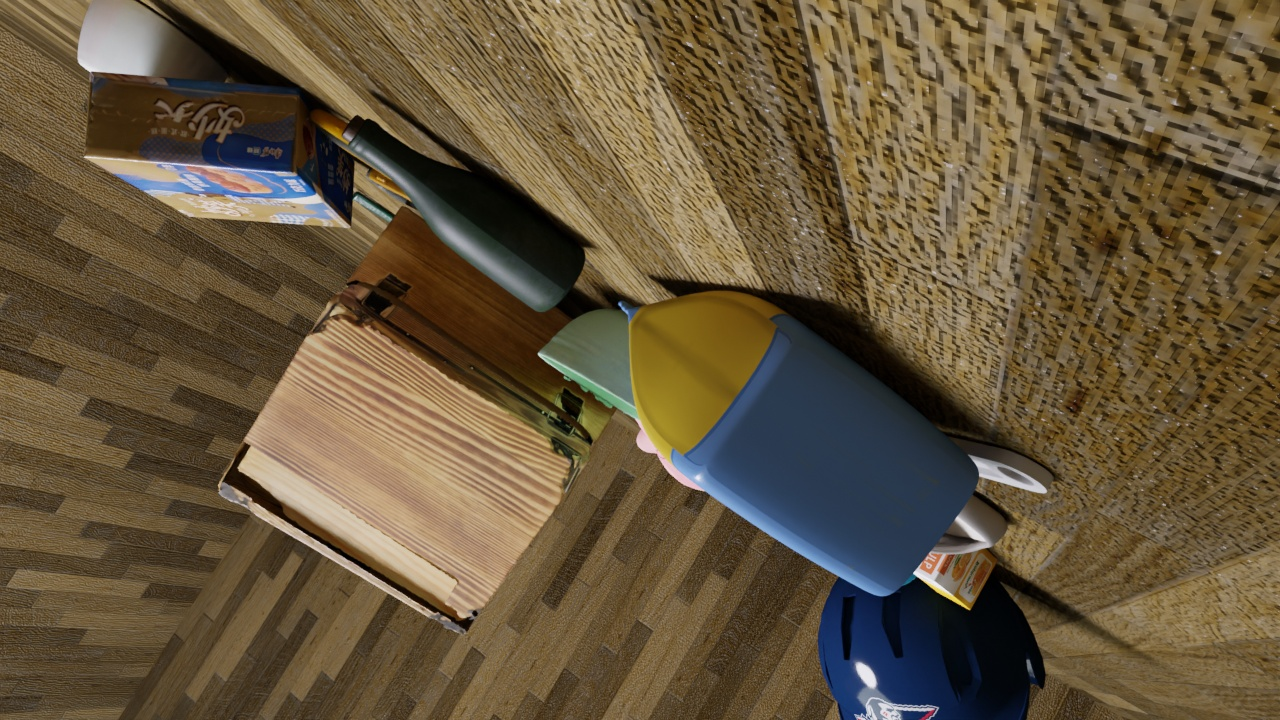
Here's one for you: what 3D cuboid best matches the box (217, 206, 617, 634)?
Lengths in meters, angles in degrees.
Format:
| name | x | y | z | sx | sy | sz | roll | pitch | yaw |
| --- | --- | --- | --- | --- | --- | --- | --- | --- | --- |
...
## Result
| name | x | y | z | sx | sy | sz | roll | pitch | yaw |
| --- | --- | --- | --- | --- | --- | --- | --- | --- | --- |
| box | -0.206 | 0.067 | 0.906 | 0.279 | 0.323 | 0.284 | 35 | 165 | -8 |

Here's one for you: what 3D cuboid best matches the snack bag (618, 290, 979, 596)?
| name | x | y | z | sx | sy | sz | roll | pitch | yaw |
| --- | --- | --- | --- | --- | --- | --- | --- | --- | --- |
| snack bag | 0.074 | 0.030 | 0.556 | 0.159 | 0.102 | 0.205 | 34 | -176 | -26 |

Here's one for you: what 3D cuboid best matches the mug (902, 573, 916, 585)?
| name | x | y | z | sx | sy | sz | roll | pitch | yaw |
| --- | --- | --- | --- | --- | --- | --- | --- | --- | --- |
| mug | 0.244 | 0.174 | 0.939 | 0.107 | 0.083 | 0.114 | 33 | 154 | -13 |

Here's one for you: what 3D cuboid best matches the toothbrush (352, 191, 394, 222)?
| name | x | y | z | sx | sy | sz | roll | pitch | yaw |
| --- | --- | --- | --- | --- | --- | --- | --- | --- | --- |
| toothbrush | -0.279 | -0.151 | 1.149 | 0.189 | 0.017 | 0.016 | 35 | 173 | -34 |

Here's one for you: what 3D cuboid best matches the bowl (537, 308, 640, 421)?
| name | x | y | z | sx | sy | sz | roll | pitch | yaw |
| --- | --- | --- | --- | --- | --- | --- | --- | --- | --- |
| bowl | -0.005 | 0.005 | 0.781 | 0.151 | 0.077 | 0.151 | 31 | 174 | 4 |

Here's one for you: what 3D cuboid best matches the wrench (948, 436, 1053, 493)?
| name | x | y | z | sx | sy | sz | roll | pitch | yaw |
| --- | --- | --- | --- | --- | --- | --- | --- | --- | --- |
| wrench | 0.176 | 0.058 | 0.623 | 0.086 | 0.018 | 0.273 | 34 | 172 | -21 |

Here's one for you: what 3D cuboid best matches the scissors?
| name | x | y | z | sx | sy | sz | roll | pitch | yaw |
| --- | --- | --- | --- | --- | --- | --- | --- | --- | --- |
| scissors | -0.181 | -0.138 | 0.785 | 0.225 | 0.016 | 0.217 | 33 | 174 | -20 |

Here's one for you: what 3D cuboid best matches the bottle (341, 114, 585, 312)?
| name | x | y | z | sx | sy | sz | roll | pitch | yaw |
| --- | --- | --- | --- | --- | --- | --- | --- | --- | --- |
| bottle | -0.118 | -0.101 | 0.608 | 0.174 | 0.055 | 0.055 | 36 | 173 | -25 |

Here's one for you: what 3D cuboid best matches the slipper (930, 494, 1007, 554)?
| name | x | y | z | sx | sy | sz | roll | pitch | yaw |
| --- | --- | --- | --- | --- | --- | --- | --- | --- | --- |
| slipper | 0.194 | 0.128 | 0.789 | 0.113 | 0.080 | 0.266 | 37 | 172 | -20 |

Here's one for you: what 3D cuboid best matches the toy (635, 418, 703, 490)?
| name | x | y | z | sx | sy | sz | roll | pitch | yaw |
| --- | --- | --- | --- | --- | --- | --- | --- | --- | --- |
| toy | 0.057 | 0.096 | 1.160 | 0.236 | 0.096 | 0.192 | 42 | 162 | -23 |

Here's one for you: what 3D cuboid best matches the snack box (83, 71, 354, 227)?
| name | x | y | z | sx | sy | sz | roll | pitch | yaw |
| --- | --- | --- | --- | --- | --- | --- | --- | --- | --- |
| snack box | -0.343 | -0.171 | 0.781 | 0.155 | 0.069 | 0.203 | 4 | 176 | -6 |

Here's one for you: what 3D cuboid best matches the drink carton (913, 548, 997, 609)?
| name | x | y | z | sx | sy | sz | roll | pitch | yaw |
| --- | --- | --- | --- | --- | --- | --- | --- | --- | --- |
| drink carton | 0.300 | 0.194 | 0.895 | 0.040 | 0.058 | 0.122 | 26 | 172 | 43 |

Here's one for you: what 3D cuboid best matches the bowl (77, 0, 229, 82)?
| name | x | y | z | sx | sy | sz | roll | pitch | yaw |
| --- | --- | --- | --- | --- | --- | --- | --- | --- | --- |
| bowl | -0.424 | -0.257 | 0.789 | 0.116 | 0.065 | 0.116 | 31 | 174 | 4 |

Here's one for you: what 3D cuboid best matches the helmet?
| name | x | y | z | sx | sy | sz | roll | pitch | yaw |
| --- | --- | --- | --- | --- | --- | --- | --- | --- | --- |
| helmet | 0.307 | 0.333 | 1.019 | 0.233 | 0.271 | 0.223 | -18 | 145 | 38 |
